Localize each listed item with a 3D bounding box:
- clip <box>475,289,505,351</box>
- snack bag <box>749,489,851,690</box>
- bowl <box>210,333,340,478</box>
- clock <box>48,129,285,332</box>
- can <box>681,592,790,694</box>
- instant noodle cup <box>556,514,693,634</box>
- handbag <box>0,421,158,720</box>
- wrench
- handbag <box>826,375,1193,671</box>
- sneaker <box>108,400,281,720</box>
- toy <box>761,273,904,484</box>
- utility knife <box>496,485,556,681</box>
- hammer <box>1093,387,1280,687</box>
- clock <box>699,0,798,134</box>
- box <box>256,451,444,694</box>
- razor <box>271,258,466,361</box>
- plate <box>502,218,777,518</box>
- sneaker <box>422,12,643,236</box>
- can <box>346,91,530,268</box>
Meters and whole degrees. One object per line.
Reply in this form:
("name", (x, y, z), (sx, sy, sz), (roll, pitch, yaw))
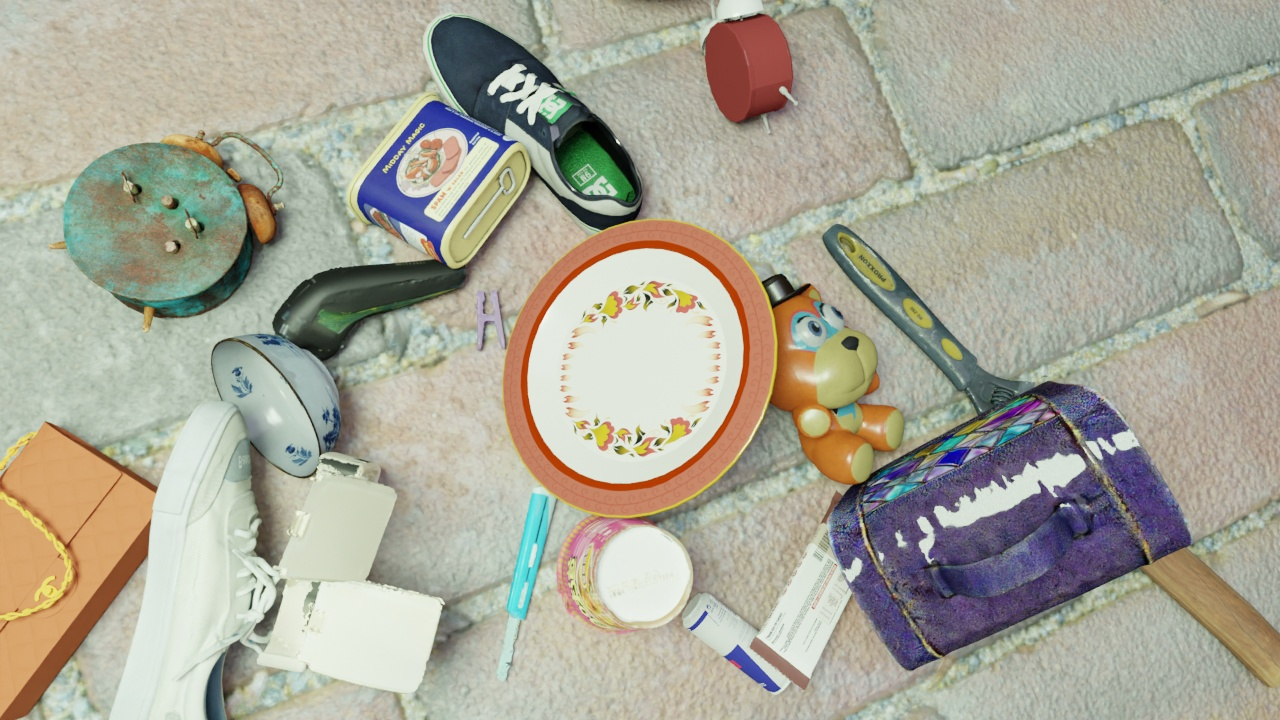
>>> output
("clip", (-0.121, -0.033, 0.740), (0.035, 0.013, 0.051), (0, 77, -13))
("snack bag", (0.145, 0.182, 0.740), (0.057, 0.013, 0.157), (38, 61, -2))
("bowl", (-0.253, 0.025, 0.661), (0.114, 0.115, 0.045), (49, 48, 1))
("clock", (-0.338, -0.107, 0.677), (0.121, 0.073, 0.157), (42, 73, -1))
("can", (0.077, 0.221, 0.721), (0.095, 0.032, 0.032), (38, 74, -3))
("instant noodle cup", (-0.008, 0.157, 0.677), (0.097, 0.109, 0.097), (2, 79, -12))
("handbag", (-0.419, 0.140, 0.623), (0.109, 0.060, 0.171), (32, 75, 0))
("wrench", (0.256, -0.015, 0.794), (0.073, 0.022, 0.273), (-40, 82, -15))
("handbag", (0.255, 0.115, 0.660), (0.205, 0.221, 0.125), (-31, 86, 16))
("sneaker", (-0.289, 0.151, 0.634), (0.090, 0.089, 0.242), (10, 84, -9))
("toy", (0.143, 0.012, 0.745), (0.176, 0.096, 0.111), (52, 46, 6))
("utility knife", (-0.088, 0.170, 0.707), (0.022, 0.015, 0.151), (19, 77, -34))
("hammer", (0.456, 0.180, 0.805), (0.301, 0.037, 0.157), (41, 74, -1))
("clock", (0.089, -0.261, 0.787), (0.044, 0.087, 0.124), (-19, 87, -15))
("box", (-0.178, 0.142, 0.597), (0.106, 0.193, 0.143), (15, 83, -6))
("razor", (-0.207, -0.044, 0.711), (0.151, 0.054, 0.067), (-17, 110, -22))
("plate", (-0.004, 0.004, 0.693), (0.230, 0.021, 0.229), (-8, 72, 26))
("sneaker", (-0.084, -0.203, 0.744), (0.235, 0.079, 0.084), (46, 75, 0))
("can", (-0.154, -0.139, 0.715), (0.092, 0.056, 0.116), (29, 74, 15))
